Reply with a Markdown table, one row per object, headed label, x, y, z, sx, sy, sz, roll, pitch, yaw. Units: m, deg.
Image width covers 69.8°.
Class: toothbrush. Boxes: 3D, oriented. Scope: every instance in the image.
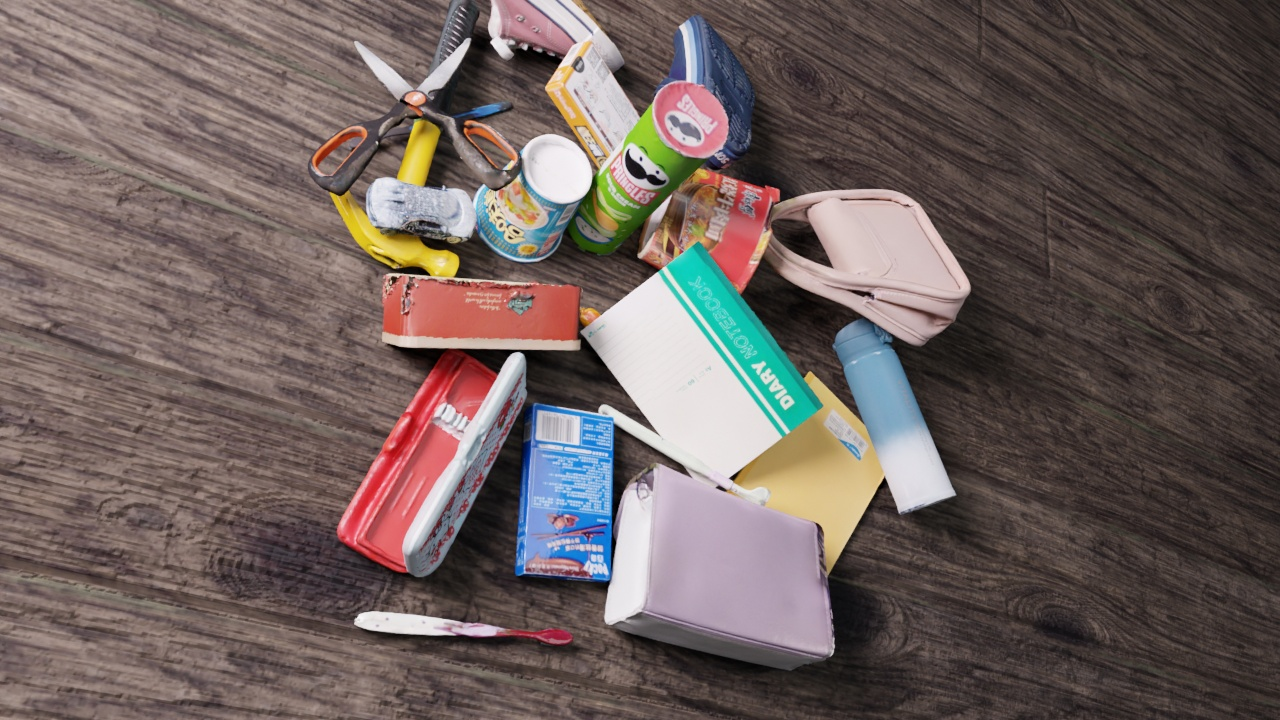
| label | x | y | z | sx | sy | sz | roll | pitch | yaw |
| --- | --- | --- | --- | --- | --- | --- | --- | --- | --- |
| toothbrush | -0.206 | -0.236 | 0.918 | 0.189 | 0.016 | 0.014 | -27 | 85 | -36 |
| toothbrush | 0.042 | 0.094 | 0.906 | 0.189 | 0.029 | 0.020 | 29 | 40 | -2 |
| toothbrush | -0.147 | 0.229 | 0.777 | 0.187 | 0.017 | 0.016 | 12 | 59 | -22 |

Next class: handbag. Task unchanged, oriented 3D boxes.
| label | x | y | z | sx | sy | sz | roll | pitch | yaw |
| --- | --- | --- | --- | --- | --- | --- | --- | --- | --- |
| handbag | 0.232 | -0.118 | 1.023 | 0.234 | 0.094 | 0.193 | 8 | 42 | -25 |
| handbag | 0.075 | 0.196 | 0.857 | 0.197 | 0.099 | 0.144 | 20 | 60 | -19 |

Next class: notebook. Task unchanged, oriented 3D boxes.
| label | x | y | z | sx | sy | sz | roll | pitch | yaw |
| --- | --- | --- | --- | --- | --- | --- | --- | --- | --- |
| notebook | 0.186 | 0.128 | 0.995 | 0.146 | 0.010 | 0.205 | 44 | 58 | -7 |
| notebook | 0.062 | 0.009 | 0.913 | 0.150 | 0.012 | 0.209 | -37 | 96 | 3 |

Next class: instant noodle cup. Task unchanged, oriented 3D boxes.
| label | x | y | z | sx | sy | sz | roll | pitch | yaw |
| --- | --- | --- | --- | --- | --- | --- | --- | --- | --- |
| instant noodle cup | -0.100 | -0.160 | 0.887 | 0.099 | 0.110 | 0.099 | 10 | 68 | -26 |
| instant noodle cup | 0.065 | -0.136 | 0.962 | 0.108 | 0.138 | 0.137 | 22 | 63 | -10 |

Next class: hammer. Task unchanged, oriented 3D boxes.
| label | x | y | z | sx | sy | sz | roll | pitch | yaw |
| --- | --- | --- | --- | --- | --- | --- | --- | --- | --- |
| hammer | -0.206 | -0.226 | 0.885 | 0.128 | 0.033 | 0.300 | 24 | 65 | -29 |

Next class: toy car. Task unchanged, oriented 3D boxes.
| label | x | y | z | sx | sy | sz | roll | pitch | yaw |
| --- | --- | --- | --- | --- | --- | --- | --- | --- | --- |
| toy car | -0.194 | -0.136 | 0.828 | 0.105 | 0.031 | 0.049 | 3 | 77 | -36 |

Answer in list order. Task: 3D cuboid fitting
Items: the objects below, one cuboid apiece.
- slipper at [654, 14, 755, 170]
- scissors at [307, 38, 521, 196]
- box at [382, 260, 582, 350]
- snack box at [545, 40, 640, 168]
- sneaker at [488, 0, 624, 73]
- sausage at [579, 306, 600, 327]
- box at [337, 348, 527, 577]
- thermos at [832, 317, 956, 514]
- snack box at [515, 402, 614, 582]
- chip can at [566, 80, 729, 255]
| label | x | y | z | sx | sy | sz | roll | pitch | yaw |
| --- | --- | --- | --- | --- | --- | --- | --- | --- | --- |
| slipper | 0.069 | -0.289 | 1.032 | 0.105 | 0.095 | 0.252 | 44 | 30 | -35 |
| scissors | -0.200 | -0.220 | 0.830 | 0.221 | 0.022 | 0.232 | 30 | 60 | 10 |
| box | -0.143 | -0.051 | 0.828 | 0.168 | 0.091 | 0.077 | 1 | 95 | -28 |
| snack box | -0.036 | -0.250 | 0.964 | 0.154 | 0.026 | 0.075 | 52 | 51 | -37 |
| sneaker | -0.114 | -0.358 | 0.957 | 0.240 | 0.088 | 0.118 | 23 | 31 | -51 |
| sausage | -0.006 | 0.005 | 0.930 | 0.165 | 0.022 | 0.021 | 47 | 57 | -6 |
| box | -0.162 | 0.077 | 0.773 | 0.095 | 0.100 | 0.201 | 34 | 59 | -15 |
| thermos | 0.280 | 0.059 | 1.026 | 0.070 | 0.070 | 0.220 | -9 | 73 | -31 |
| snack box | -0.068 | 0.123 | 0.850 | 0.084 | 0.026 | 0.157 | 11 | 67 | -24 |
| chip can | -0.002 | -0.173 | 0.868 | 0.072 | 0.237 | 0.072 | 7 | 73 | -22 |
